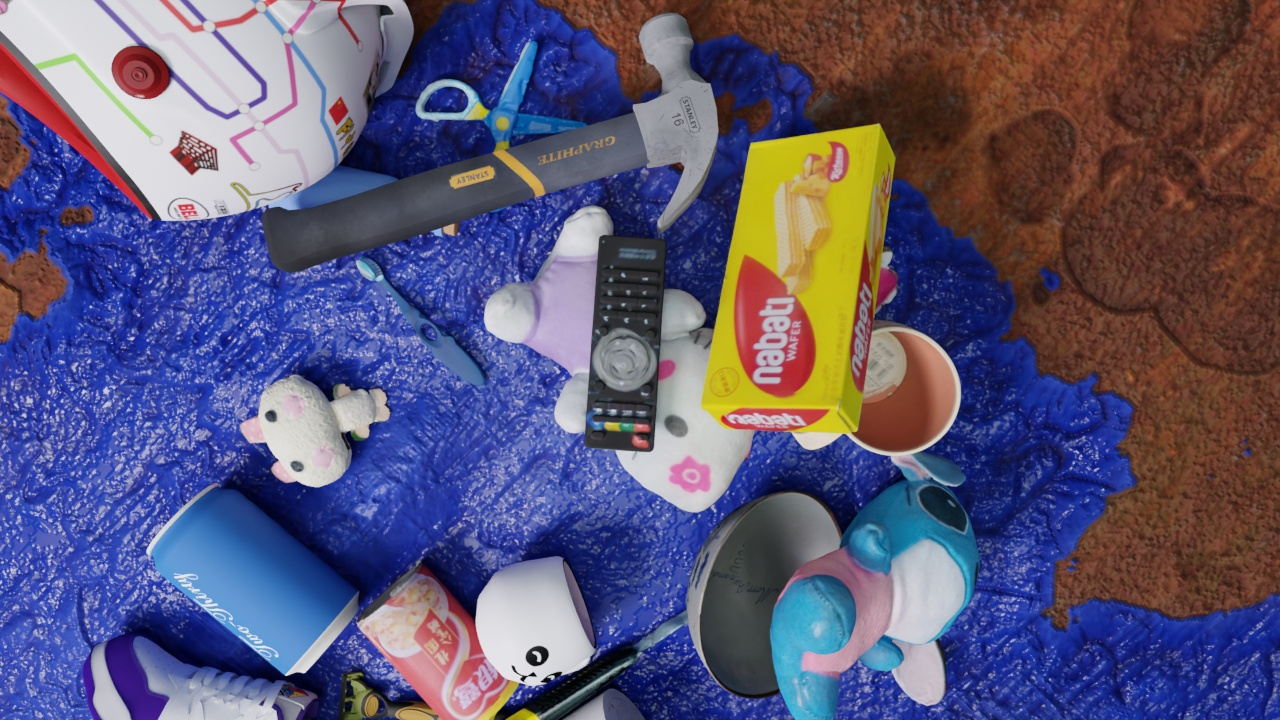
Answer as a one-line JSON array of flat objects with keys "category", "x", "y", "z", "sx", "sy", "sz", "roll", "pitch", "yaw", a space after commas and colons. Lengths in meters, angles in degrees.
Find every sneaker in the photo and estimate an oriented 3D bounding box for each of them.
[{"category": "sneaker", "x": -0.320, "y": 0.285, "z": 0.719, "sx": 0.244, "sy": 0.092, "sz": 0.111, "roll": 43, "pitch": 79, "yaw": 5}]

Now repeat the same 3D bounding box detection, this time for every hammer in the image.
[{"category": "hammer", "x": -0.099, "y": -0.127, "z": 0.618, "sx": 0.312, "sy": 0.035, "sz": 0.139, "roll": -16, "pitch": 81, "yaw": -2}]

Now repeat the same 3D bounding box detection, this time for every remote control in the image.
[{"category": "remote control", "x": -0.009, "y": -0.011, "z": 0.599, "sx": 0.045, "sy": 0.021, "sz": 0.140, "roll": 4, "pitch": 82, "yaw": -1}]

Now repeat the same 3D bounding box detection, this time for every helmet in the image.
[{"category": "helmet", "x": -0.296, "y": -0.237, "z": 0.547, "sx": 0.314, "sy": 0.231, "sz": 0.235, "roll": 38, "pitch": 73, "yaw": -8}]

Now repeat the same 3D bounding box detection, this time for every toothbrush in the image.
[{"category": "toothbrush", "x": -0.164, "y": -0.029, "z": 0.687, "sx": 0.021, "sy": 0.016, "sz": 0.132, "roll": -43, "pitch": 95, "yaw": 12}]

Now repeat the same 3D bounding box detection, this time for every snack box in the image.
[{"category": "snack box", "x": 0.103, "y": -0.053, "z": 0.591, "sx": 0.092, "sy": 0.042, "sz": 0.200, "roll": 0, "pitch": 67, "yaw": 32}]

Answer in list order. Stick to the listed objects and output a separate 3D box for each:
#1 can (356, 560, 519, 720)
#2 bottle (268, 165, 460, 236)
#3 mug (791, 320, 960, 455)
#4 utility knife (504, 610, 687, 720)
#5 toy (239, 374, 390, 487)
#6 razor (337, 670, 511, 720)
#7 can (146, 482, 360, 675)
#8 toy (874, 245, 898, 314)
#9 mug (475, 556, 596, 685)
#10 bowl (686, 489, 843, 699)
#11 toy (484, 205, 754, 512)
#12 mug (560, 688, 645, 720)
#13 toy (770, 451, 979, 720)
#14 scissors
[{"category": "can", "x": -0.155, "y": 0.222, "z": 0.708, "sx": 0.067, "sy": 0.066, "sz": 0.124, "roll": -39, "pitch": 96, "yaw": 9}, {"category": "bottle", "x": -0.194, "y": -0.111, "z": 0.657, "sx": 0.131, "sy": 0.048, "sz": 0.048, "roll": 12, "pitch": 101, "yaw": 1}, {"category": "mug", "x": 0.153, "y": 0.021, "z": 0.635, "sx": 0.111, "sy": 0.104, "sz": 0.085, "roll": -37, "pitch": 96, "yaw": 10}, {"category": "utility knife", "x": -0.039, "y": 0.251, "z": 0.718, "sx": 0.234, "sy": 0.028, "sz": 0.020, "roll": -35, "pitch": 103, "yaw": 3}, {"category": "toy", "x": -0.250, "y": 0.052, "z": 0.694, "sx": 0.112, "sy": 0.050, "sz": 0.087, "roll": -20, "pitch": 99, "yaw": 12}, {"category": "razor", "x": -0.173, "y": 0.285, "z": 0.745, "sx": 0.144, "sy": 0.021, "sz": 0.044, "roll": 8, "pitch": 101, "yaw": -1}, {"category": "can", "x": -0.291, "y": 0.167, "z": 0.698, "sx": 0.146, "sy": 0.079, "sz": 0.079, "roll": 41, "pitch": 100, "yaw": -5}, {"category": "toy", "x": 0.140, "y": -0.069, "z": 0.650, "sx": 0.102, "sy": 0.050, "sz": 0.065, "roll": 39, "pitch": 95, "yaw": -10}, {"category": "mug", "x": -0.077, "y": 0.207, "z": 0.698, "sx": 0.076, "sy": 0.090, "sz": 0.124, "roll": -21, "pitch": 131, "yaw": -1}, {"category": "bowl", "x": 0.083, "y": 0.165, "z": 0.675, "sx": 0.150, "sy": 0.057, "sz": 0.151, "roll": -4, "pitch": 97, "yaw": -36}, {"category": "toy", "x": -0.004, "y": 0.004, "z": 0.647, "sx": 0.209, "sy": 0.086, "sz": 0.137, "roll": 43, "pitch": 78, "yaw": 2}, {"category": "mug", "x": -0.033, "y": 0.329, "z": 0.721, "sx": 0.096, "sy": 0.083, "sz": 0.119, "roll": -35, "pitch": 124, "yaw": 8}, {"category": "toy", "x": 0.165, "y": 0.171, "z": 0.643, "sx": 0.190, "sy": 0.099, "sz": 0.224, "roll": -28, "pitch": 127, "yaw": -33}, {"category": "scissors", "x": -0.104, "y": -0.172, "z": 0.661, "sx": 0.130, "sy": 0.014, "sz": 0.125, "roll": 24, "pitch": 102, "yaw": -4}]
